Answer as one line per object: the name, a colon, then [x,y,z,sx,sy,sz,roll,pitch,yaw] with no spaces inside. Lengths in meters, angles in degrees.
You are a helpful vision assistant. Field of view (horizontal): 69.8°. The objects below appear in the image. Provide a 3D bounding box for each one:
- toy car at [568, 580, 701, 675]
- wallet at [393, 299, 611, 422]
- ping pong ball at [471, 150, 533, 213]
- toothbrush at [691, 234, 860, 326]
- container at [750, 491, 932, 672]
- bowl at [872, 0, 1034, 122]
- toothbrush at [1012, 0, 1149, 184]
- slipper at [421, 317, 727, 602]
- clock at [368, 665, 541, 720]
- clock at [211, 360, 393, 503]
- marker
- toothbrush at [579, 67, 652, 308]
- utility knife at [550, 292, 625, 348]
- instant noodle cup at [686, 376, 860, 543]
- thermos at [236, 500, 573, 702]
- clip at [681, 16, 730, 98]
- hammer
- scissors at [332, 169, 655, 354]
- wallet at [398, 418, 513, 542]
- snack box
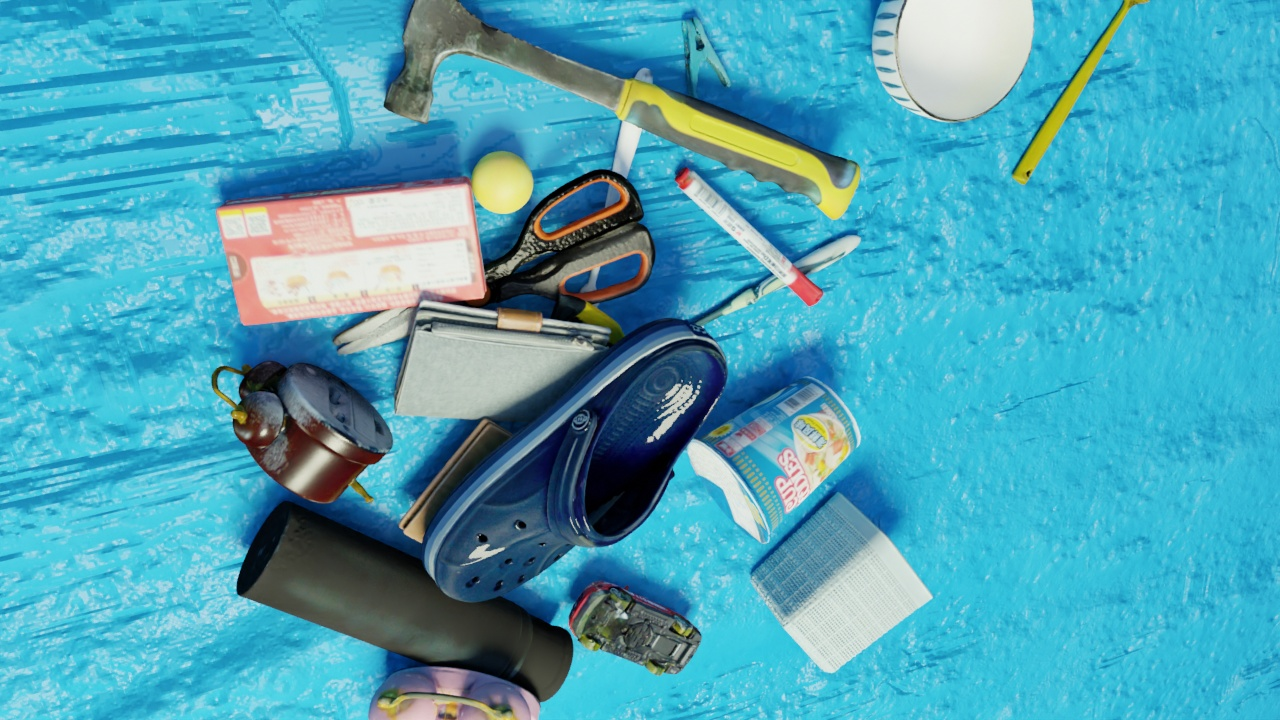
toy car: [-0.006,0.216,0.744,0.120,0.045,0.053,32,92,-32]
wallet: [-0.095,0.002,0.626,0.129,0.037,0.107,6,138,-22]
ping pong ball: [-0.090,-0.116,0.599,0.040,0.040,0.040,-7,110,-19]
toothbrush: [0.091,-0.051,0.704,0.191,0.018,0.016,-28,115,-9]
container: [0.166,0.190,0.777,0.111,0.090,0.090,-41,117,-1]
bowl: [0.214,-0.234,0.660,0.116,0.066,0.116,-7,111,-19]
toothbrush: [0.361,-0.228,0.744,0.015,0.016,0.190,28,97,-26]
slipper: [-0.032,0.083,0.617,0.253,0.095,0.105,-44,132,6]
clock: [-0.134,0.262,0.658,0.117,0.059,0.159,9,142,0]
clock: [-0.216,0.040,0.585,0.055,0.082,0.122,-46,120,6]
marker: [0.081,-0.090,0.677,0.145,0.017,0.017,39,91,-19]
toothbrush: [-0.018,-0.113,0.642,0.016,0.016,0.180,10,104,-23]
utility knife: [-0.004,0.004,0.672,0.033,0.015,0.176,-36,132,19]
instant noodle cup: [0.107,0.070,0.715,0.109,0.099,0.099,-35,117,-14]
thermos: [-0.167,0.189,0.665,0.242,0.068,0.090,34,116,-27]
clip: [0.042,-0.209,0.633,0.034,0.013,0.055,-29,115,-10]
hammer: [0.007,-0.171,0.609,0.323,0.032,0.126,16,101,-19]
scissors: [-0.104,-0.066,0.615,0.234,0.021,0.139,-4,116,-13]
wallet: [-0.104,0.106,0.673,0.101,0.020,0.115,-52,130,1]
snack box: [-0.178,-0.069,0.576,0.153,0.025,0.075,-7,112,-6]
